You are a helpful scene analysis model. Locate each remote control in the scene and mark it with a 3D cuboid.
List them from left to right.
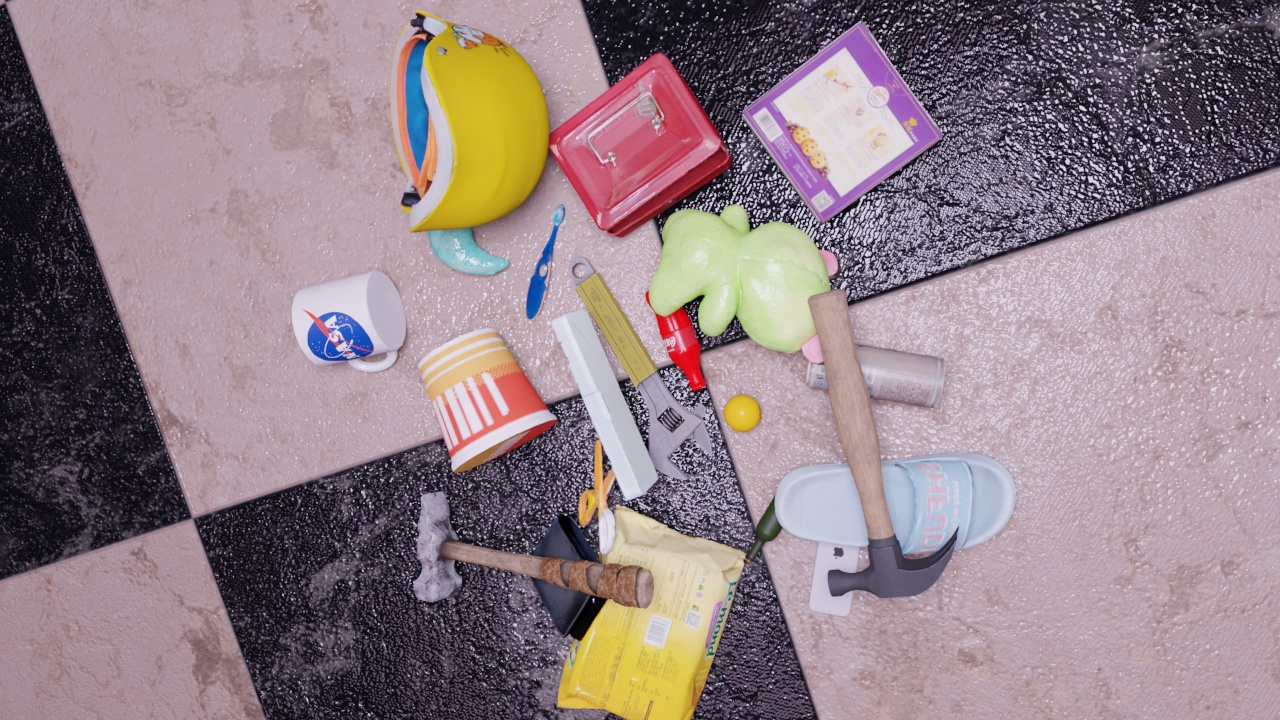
[{"bbox_3d":[0.216,0.207,1.001,0.045,0.008,0.147,8,97,9],"label":"remote control"}]

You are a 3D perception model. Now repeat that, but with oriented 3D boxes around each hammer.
[{"bbox_3d":[-0.124,0.219,0.989,0.319,0.048,0.121,2,92,33],"label":"hammer"},{"bbox_3d":[0.219,0.081,0.893,0.132,0.040,0.305,-12,97,24],"label":"hammer"}]

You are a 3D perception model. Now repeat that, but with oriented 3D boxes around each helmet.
[{"bbox_3d":[-0.172,-0.242,0.940,0.139,0.240,0.210,-1,124,-23],"label":"helmet"}]

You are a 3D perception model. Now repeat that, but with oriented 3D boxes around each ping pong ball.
[{"bbox_3d":[0.110,0.057,0.988,0.040,0.040,0.040,1,96,10],"label":"ping pong ball"}]

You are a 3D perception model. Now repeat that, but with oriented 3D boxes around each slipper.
[{"bbox_3d":[0.263,0.153,0.946,0.245,0.074,0.104,-1,98,3],"label":"slipper"}]

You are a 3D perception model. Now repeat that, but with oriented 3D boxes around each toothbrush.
[{"bbox_3d":[-0.106,-0.108,1.021,0.021,0.017,0.135,18,99,11],"label":"toothbrush"}]

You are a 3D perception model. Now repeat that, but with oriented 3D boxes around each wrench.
[{"bbox_3d":[-0.006,0.006,1.014,0.084,0.018,0.273,-32,90,12],"label":"wrench"}]

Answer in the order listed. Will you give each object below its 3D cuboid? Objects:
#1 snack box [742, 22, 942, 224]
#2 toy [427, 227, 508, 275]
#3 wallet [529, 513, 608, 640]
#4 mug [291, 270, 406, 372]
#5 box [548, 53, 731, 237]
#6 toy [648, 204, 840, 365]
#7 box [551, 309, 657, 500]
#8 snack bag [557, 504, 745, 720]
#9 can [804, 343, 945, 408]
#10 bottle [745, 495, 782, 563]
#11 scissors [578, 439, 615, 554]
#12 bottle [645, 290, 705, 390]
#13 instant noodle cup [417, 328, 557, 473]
[{"bbox_3d":[0.204,-0.240,0.938,0.148,0.040,0.143,-35,89,12],"label":"snack box"},{"bbox_3d":[-0.195,-0.144,1.026,0.085,0.033,0.105,-9,92,1],"label":"toy"},{"bbox_3d":[-0.083,0.240,1.014,0.115,0.026,0.089,50,120,40],"label":"wallet"},{"bbox_3d":[-0.321,-0.036,1.038,0.090,0.090,0.121,-12,129,11],"label":"mug"},{"bbox_3d":[0.000,-0.219,0.959,0.158,0.092,0.129,-32,88,15],"label":"box"},{"bbox_3d":[0.110,-0.088,0.933,0.197,0.107,0.150,10,66,9],"label":"toy"},{"bbox_3d":[-0.032,0.040,0.963,0.041,0.134,0.197,-21,92,13],"label":"box"},{"bbox_3d":[0.009,0.298,1.018,0.159,0.068,0.247,17,99,7],"label":"snack bag"},{"bbox_3d":[0.242,0.012,0.953,0.136,0.054,0.054,9,97,9],"label":"can"},{"bbox_3d":[0.144,0.177,1.002,0.025,0.025,0.106,30,100,6],"label":"bottle"},{"bbox_3d":[-0.042,0.153,0.996,0.011,0.128,0.126,2,136,-24],"label":"scissors"},{"bbox_3d":[0.042,-0.025,0.993,0.036,0.036,0.119,-21,93,11],"label":"bottle"},{"bbox_3d":[-0.174,0.040,1.002,0.123,0.123,0.121,-29,83,12],"label":"instant noodle cup"}]
